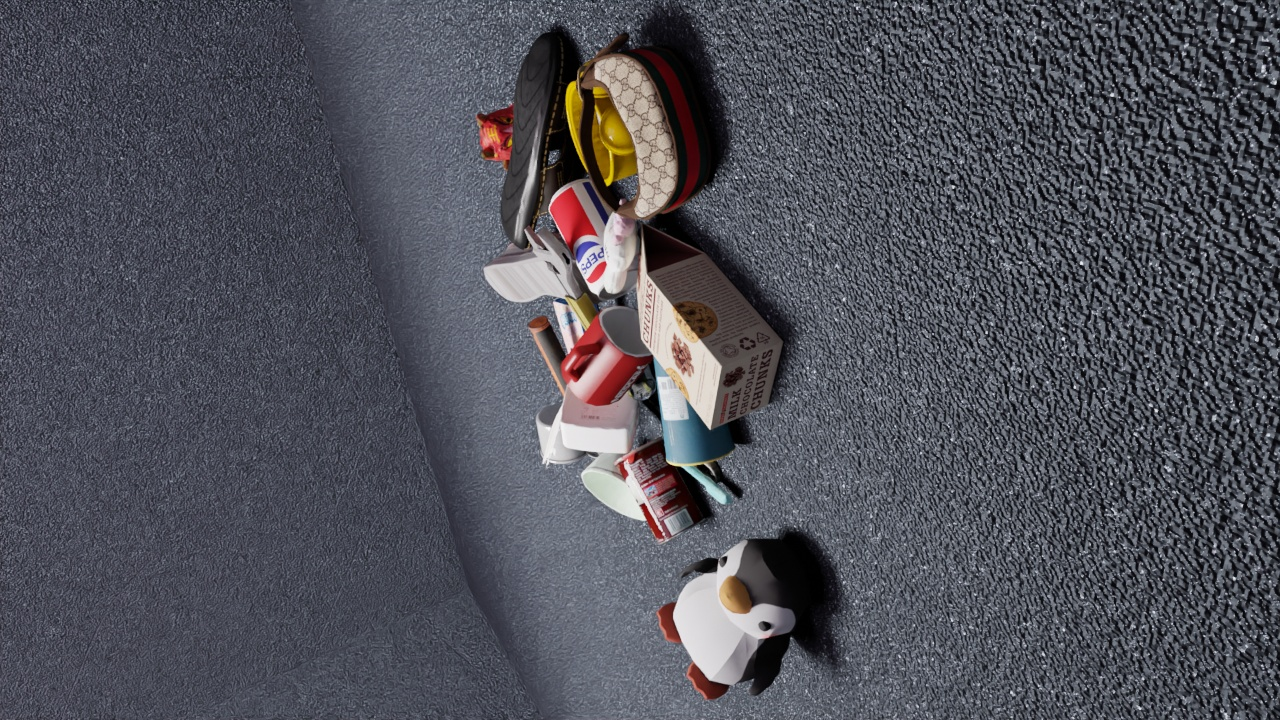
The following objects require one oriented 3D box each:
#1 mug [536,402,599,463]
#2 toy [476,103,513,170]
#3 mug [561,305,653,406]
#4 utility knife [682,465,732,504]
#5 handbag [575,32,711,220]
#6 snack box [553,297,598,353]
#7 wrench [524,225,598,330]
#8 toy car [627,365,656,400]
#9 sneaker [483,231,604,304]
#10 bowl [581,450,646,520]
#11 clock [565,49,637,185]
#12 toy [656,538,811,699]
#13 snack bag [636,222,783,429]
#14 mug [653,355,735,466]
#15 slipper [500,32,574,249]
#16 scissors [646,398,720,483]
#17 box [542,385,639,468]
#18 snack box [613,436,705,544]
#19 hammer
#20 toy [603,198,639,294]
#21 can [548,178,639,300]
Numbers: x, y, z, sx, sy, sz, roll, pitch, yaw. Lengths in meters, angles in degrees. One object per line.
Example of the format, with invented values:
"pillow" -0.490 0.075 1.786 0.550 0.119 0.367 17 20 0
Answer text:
"mug" -0.111 0.118 1.472 0.113 0.084 0.071 8 121 27
"toy" -0.183 -0.293 1.219 0.088 0.094 0.133 68 160 2
"mug" -0.047 -0.003 1.098 0.080 0.116 0.097 56 131 21
"utility knife" 0.065 0.136 1.107 0.141 0.015 0.022 35 167 50
"handbag" -0.009 -0.217 0.869 0.139 0.063 0.166 -11 101 44
"snack box" -0.075 -0.014 1.307 0.088 0.033 0.154 18 127 62
"wrench" -0.072 -0.069 1.146 0.084 0.018 0.273 31 160 43
"toy car" -0.007 0.007 1.164 0.039 0.027 0.089 -30 79 45
"sneaker" -0.105 -0.132 1.208 0.237 0.089 0.099 4 143 42
"bowl" -0.017 0.165 1.273 0.117 0.061 0.118 25 151 15
"clock" -0.036 -0.251 0.969 0.113 0.052 0.152 65 163 9
"toy" 0.126 0.262 1.004 0.159 0.139 0.185 57 141 28
"snack bag" 0.050 -0.043 0.931 0.206 0.069 0.095 54 154 34
"mug" 0.054 0.046 1.006 0.078 0.078 0.121 12 117 65
"slipper" -0.115 -0.259 1.115 0.113 0.075 0.268 54 139 45
"scissors" 0.052 0.087 1.126 0.157 0.012 0.171 58 161 23
"box" -0.078 0.089 1.224 0.107 0.152 0.132 -80 -8 -45
"snack box" 0.025 0.168 1.181 0.121 0.072 0.072 61 158 8
"hammer" -0.089 0.072 1.337 0.138 0.035 0.314 25 144 57
"toy" -0.021 -0.126 0.973 0.123 0.038 0.079 94 -170 -64
"can" -0.051 -0.143 1.077 0.132 0.070 0.070 62 158 16
